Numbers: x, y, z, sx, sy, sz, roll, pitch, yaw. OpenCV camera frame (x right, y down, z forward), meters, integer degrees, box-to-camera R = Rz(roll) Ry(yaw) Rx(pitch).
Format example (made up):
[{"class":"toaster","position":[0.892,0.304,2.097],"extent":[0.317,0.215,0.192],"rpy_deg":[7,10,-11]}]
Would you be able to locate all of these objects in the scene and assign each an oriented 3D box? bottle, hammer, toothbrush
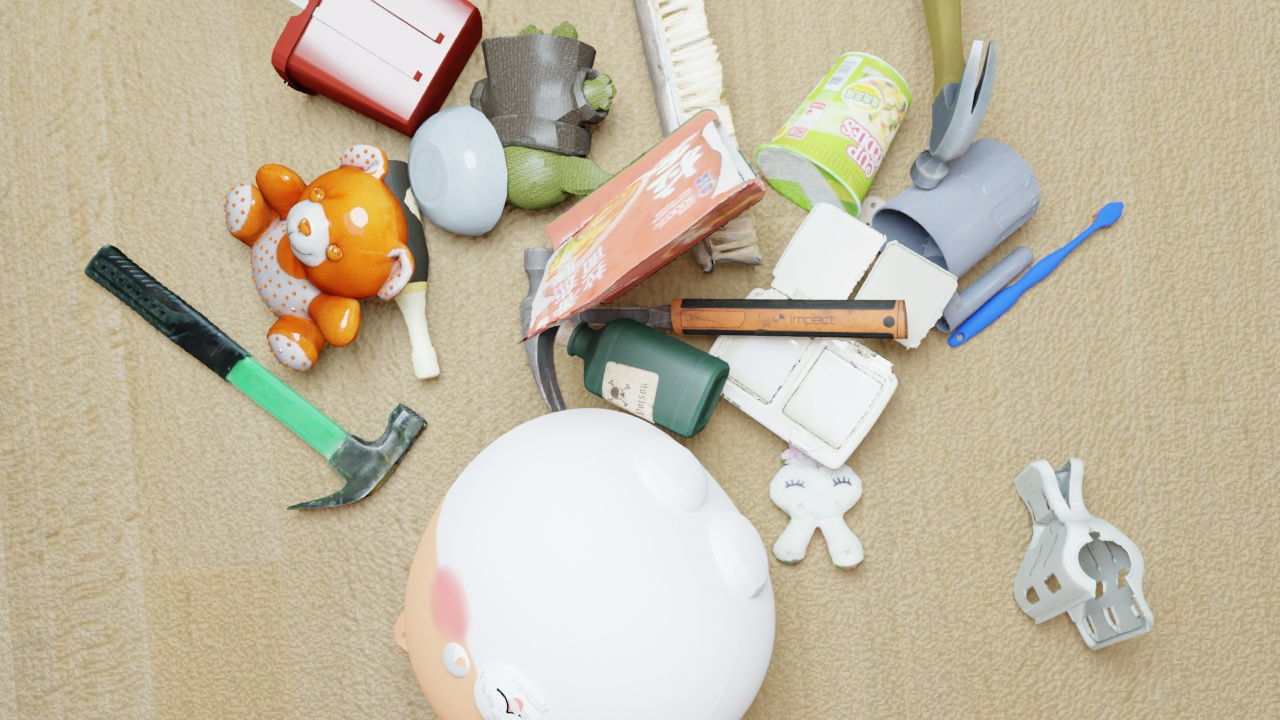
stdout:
[{"class":"bottle","position":[-0.004,0.004,0.703],"extent":[0.131,0.061,0.061],"rpy_deg":[25,103,14]},{"class":"hammer","position":[0.227,-0.306,0.700],"extent":[0.025,0.118,0.332],"rpy_deg":[3,70,-3]},{"class":"toothbrush","position":[0.332,-0.072,0.775],"extent":[0.182,0.018,0.016],"rpy_deg":[-40,89,5]},{"class":"bottle","position":[-0.200,-0.075,0.780],"extent":[0.045,0.045,0.184],"rpy_deg":[-13,90,2]},{"class":"hammer","position":[-0.348,0.009,0.796],"extent":[0.319,0.032,0.130],"rpy_deg":[38,92,2]},{"class":"hammer","position":[0.050,-0.022,0.734],"extent":[0.315,0.035,0.138],"rpy_deg":[2,92,19]}]

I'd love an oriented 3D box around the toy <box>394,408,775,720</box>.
[{"class":"toy","position":[-0.046,0.179,0.670],"extent":[0.281,0.265,0.263],"rpy_deg":[-40,91,19]}]

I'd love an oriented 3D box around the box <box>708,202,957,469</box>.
[{"class":"box","position":[0.148,-0.021,0.735],"extent":[0.143,0.050,0.184],"rpy_deg":[33,100,12]}]

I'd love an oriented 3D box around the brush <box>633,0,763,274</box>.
[{"class":"brush","position":[0.043,-0.205,0.751],"extent":[0.056,0.083,0.271],"rpy_deg":[-13,89,2]}]

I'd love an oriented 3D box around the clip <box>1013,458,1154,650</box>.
[{"class":"clip","position":[0.329,0.153,0.727],"extent":[0.096,0.126,0.152],"rpy_deg":[-18,66,-6]}]

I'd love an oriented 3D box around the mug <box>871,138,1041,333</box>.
[{"class":"mug","position":[0.262,-0.101,0.742],"extent":[0.104,0.084,0.124],"rpy_deg":[-37,113,-11]}]

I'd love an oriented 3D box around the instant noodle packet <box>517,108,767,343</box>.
[{"class":"instant noodle packet","position":[0.003,-0.081,0.609],"extent":[0.165,0.220,0.084],"rpy_deg":[-33,104,15]}]

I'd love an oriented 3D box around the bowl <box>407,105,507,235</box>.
[{"class":"bowl","position":[-0.157,-0.152,0.748],"extent":[0.106,0.039,0.106],"rpy_deg":[16,113,42]}]

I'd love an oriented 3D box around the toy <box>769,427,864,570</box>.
[{"class":"toy","position":[0.146,0.115,0.770],"extent":[0.079,0.038,0.122],"rpy_deg":[-6,85,12]}]

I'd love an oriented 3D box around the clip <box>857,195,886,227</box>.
[{"class":"clip","position":[0.189,-0.110,0.767],"extent":[0.024,0.041,0.060],"rpy_deg":[17,85,4]}]

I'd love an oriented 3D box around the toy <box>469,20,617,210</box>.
[{"class":"toy","position":[-0.085,-0.201,0.758],"extent":[0.180,0.078,0.153],"rpy_deg":[6,95,28]}]

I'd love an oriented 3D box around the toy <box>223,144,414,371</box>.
[{"class":"toy","position":[-0.256,-0.087,0.732],"extent":[0.173,0.092,0.163],"rpy_deg":[-24,82,33]}]

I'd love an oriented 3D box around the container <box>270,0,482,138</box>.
[{"class":"container","position":[-0.245,-0.284,0.742],"extent":[0.201,0.127,0.148],"rpy_deg":[31,92,-8]}]

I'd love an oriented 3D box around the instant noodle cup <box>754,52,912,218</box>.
[{"class":"instant noodle cup","position":[0.163,-0.185,0.745],"extent":[0.099,0.099,0.108],"rpy_deg":[34,84,2]}]
